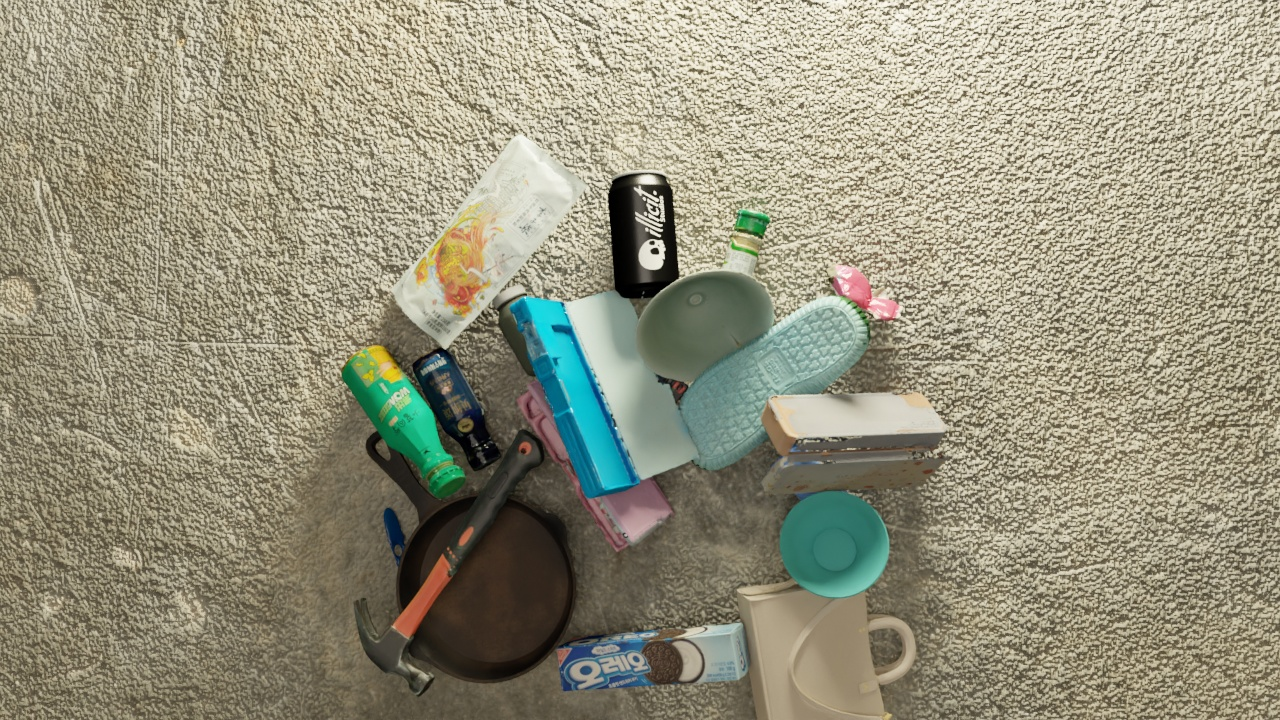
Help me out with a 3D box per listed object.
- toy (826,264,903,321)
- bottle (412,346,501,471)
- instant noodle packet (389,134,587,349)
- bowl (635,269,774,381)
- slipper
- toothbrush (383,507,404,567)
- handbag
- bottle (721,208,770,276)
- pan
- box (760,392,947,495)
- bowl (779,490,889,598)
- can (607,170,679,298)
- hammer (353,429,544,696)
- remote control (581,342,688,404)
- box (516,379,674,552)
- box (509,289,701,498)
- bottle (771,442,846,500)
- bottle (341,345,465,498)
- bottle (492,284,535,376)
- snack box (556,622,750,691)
[{"bbox_3d":[0.265,-0.073,1.112,0.102,0.065,0.050,31,123,3],"label":"toy"},{"bbox_3d":[-0.230,0.062,1.155,0.056,0.056,0.160,-30,85,4],"label":"bottle"},{"bbox_3d":[-0.198,-0.154,1.154,0.147,0.057,0.269,42,94,27],"label":"instant noodle packet"},{"bbox_3d":[0.070,-0.057,1.107,0.174,0.174,0.067,-23,46,5],"label":"bowl"},{"bbox_3d":[0.158,0.025,1.109,0.277,0.069,0.116,-39,80,17],"label":"slipper"},{"bbox_3d":[-0.308,0.253,1.175,0.021,0.016,0.132,-12,85,-29],"label":"toothbrush"},{"bbox_3d":[0.228,0.344,1.083,0.197,0.101,0.194,-8,86,-6],"label":"handbag"},{"bbox_3d":[0.126,-0.130,1.134,0.043,0.042,0.110,17,91,7],"label":"bottle"},{"bbox_3d":[-0.228,0.230,1.152,0.249,0.043,0.356,-40,79,2],"label":"pan"},{"bbox_3d":[0.244,0.088,1.066,0.216,0.095,0.107,-1,66,-19],"label":"box"},{"bbox_3d":[0.224,0.216,1.062,0.121,0.046,0.121,-5,69,12],"label":"bowl"},{"bbox_3d":[0.004,-0.153,1.128,0.080,0.080,0.146,-5,87,6],"label":"can"},{"bbox_3d":[-0.222,0.230,1.114,0.133,0.033,0.333,35,88,12],"label":"hammer"},{"bbox_3d":[-0.007,0.007,1.153,0.140,0.021,0.045,39,90,2],"label":"remote control"},{"bbox_3d":[-0.058,0.117,1.114,0.099,0.098,0.232,-33,84,4],"label":"box"},{"bbox_3d":[-0.049,0.036,1.095,0.064,0.173,0.243,-36,72,45],"label":"box"},{"bbox_3d":[0.219,0.161,1.106,0.048,0.048,0.131,-45,84,2],"label":"bottle"},{"bbox_3d":[-0.290,0.077,1.134,0.068,0.068,0.209,-40,71,3],"label":"bottle"},{"bbox_3d":[-0.140,-0.038,1.148,0.060,0.060,0.108,-31,85,4],"label":"bottle"},{"bbox_3d":[0.014,0.353,1.090,0.227,0.059,0.059,-11,86,21],"label":"snack box"}]
